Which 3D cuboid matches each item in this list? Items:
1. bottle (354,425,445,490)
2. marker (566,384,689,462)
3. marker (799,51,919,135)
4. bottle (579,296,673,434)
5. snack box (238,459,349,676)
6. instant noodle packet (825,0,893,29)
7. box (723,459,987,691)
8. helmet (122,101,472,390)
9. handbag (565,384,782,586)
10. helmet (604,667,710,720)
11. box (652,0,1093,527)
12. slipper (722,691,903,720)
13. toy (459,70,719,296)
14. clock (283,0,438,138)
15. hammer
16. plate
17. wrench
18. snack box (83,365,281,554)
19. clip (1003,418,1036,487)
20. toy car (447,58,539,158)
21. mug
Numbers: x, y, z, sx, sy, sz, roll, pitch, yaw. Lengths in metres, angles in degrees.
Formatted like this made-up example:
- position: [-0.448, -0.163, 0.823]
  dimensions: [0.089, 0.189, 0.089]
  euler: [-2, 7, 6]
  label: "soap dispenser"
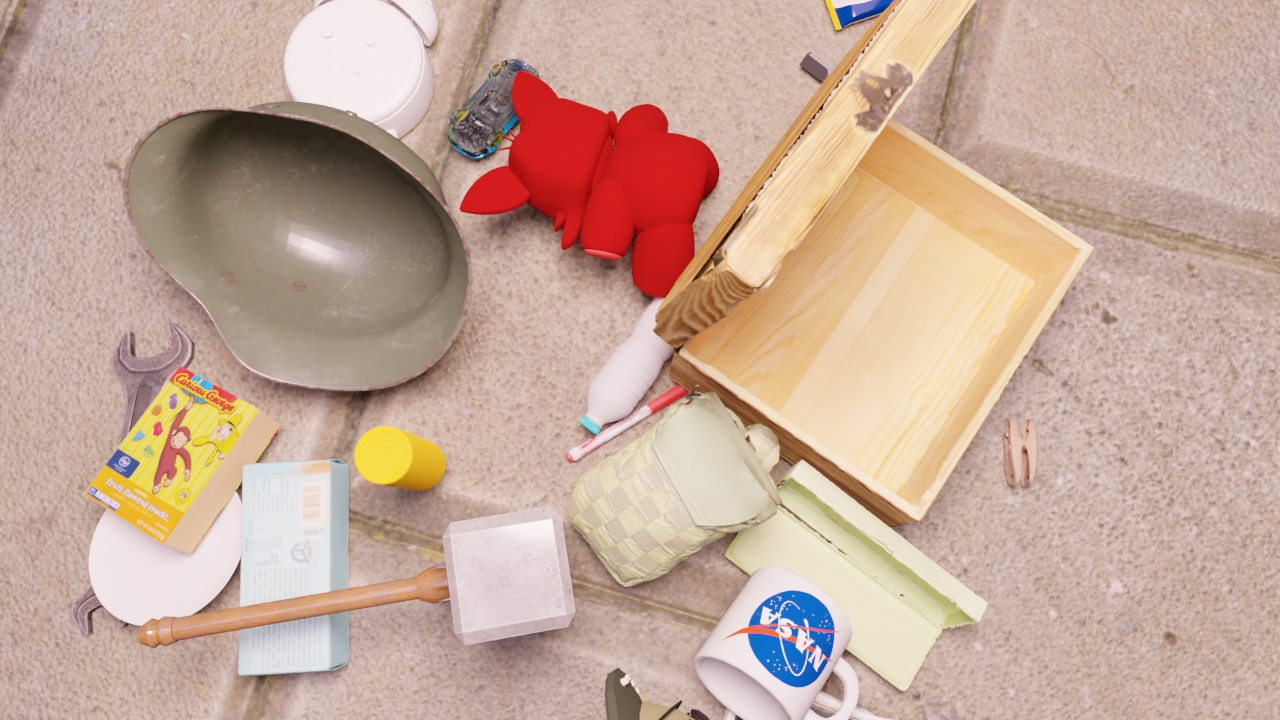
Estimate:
- position: [-0.185, 0.081, 0.732]
  dimensions: [0.043, 0.144, 0.043]
  euler: [0, 80, 0]
  label: "bottle"
- position: [-0.003, 0.049, 0.803]
  dimensions: [0.142, 0.013, 0.013]
  euler: [-31, 81, -4]
  label: "marker"
- position: [0.207, -0.237, 0.849]
  dimensions: [0.140, 0.016, 0.016]
  euler: [40, 83, 7]
  label: "marker"
- position: [-0.005, 0.005, 0.794]
  dimensions: [0.044, 0.044, 0.136]
  euler: [36, 82, 6]
  label: "bottle"
- position: [-0.287, 0.170, 0.765]
  dimensions: [0.075, 0.053, 0.174]
  euler: [-4, 78, 0]
  label: "snack box"
- position: [0.234, -0.371, 0.867]
  dimensions: [0.134, 0.026, 0.087]
  euler: [-17, 83, -2]
  label: "instant noodle packet"
- position: [0.174, 0.174, 0.745]
  dimensions: [0.188, 0.082, 0.097]
  euler: [35, 70, 6]
  label: "box"
- position: [-0.264, -0.117, 0.751]
  dimensions: [0.267, 0.153, 0.228]
  euler: [20, 120, -15]
  label: "helmet"
- position: [0.032, 0.102, 0.744]
  dimensions: [0.187, 0.116, 0.113]
  euler: [-38, 75, 36]
  label: "handbag"
- position: [-0.037, 0.354, 0.615]
  dimensions: [0.250, 0.256, 0.233]
  euler: [-29, 78, -3]
  label: "helmet"
- position: [0.171, -0.083, 0.660]
  dimensions: [0.286, 0.336, 0.279]
  euler: [34, 80, 8]
  label: "box"
- position: [0.192, 0.331, 0.727]
  dimensions: [0.264, 0.063, 0.111]
  euler: [20, 81, 7]
  label: "slipper"
- position: [-0.035, -0.155, 0.784]
  dimensions: [0.197, 0.121, 0.158]
  euler: [18, 69, -1]
  label: "toy"
- position: [-0.255, -0.266, 0.831]
  dimensions: [0.125, 0.073, 0.160]
  euler: [12, 80, 3]
  label: "clock"
- position: [-0.213, 0.179, 0.691]
  dimensions: [0.317, 0.163, 0.083]
  euler: [-8, 80, -7]
  label: "hammer"
- position: [-0.394, 0.154, 0.769]
  dimensions: [0.134, 0.011, 0.134]
  euler: [-2, 67, 5]
  label: "plate"
- position: [-0.445, 0.099, 0.801]
  dimensions: [0.070, 0.010, 0.273]
  euler: [5, 80, 2]
  label: "wrench"
- position: [-0.380, 0.082, 0.767]
  dimensions: [0.088, 0.040, 0.125]
  euler: [25, 72, 16]
  label: "snack box"
- position: [0.330, 0.079, 0.789]
  dimensions: [0.049, 0.026, 0.061]
  euler: [-27, 73, -8]
  label: "clip"
- position: [-0.133, -0.229, 0.843]
  dimensions: [0.048, 0.032, 0.105]
  euler: [33, 76, 7]
  label: "toy car"
- position: [0.115, 0.235, 0.714]
  dimensions: [0.121, 0.091, 0.089]
  euler: [39, 59, 7]
  label: "mug"
